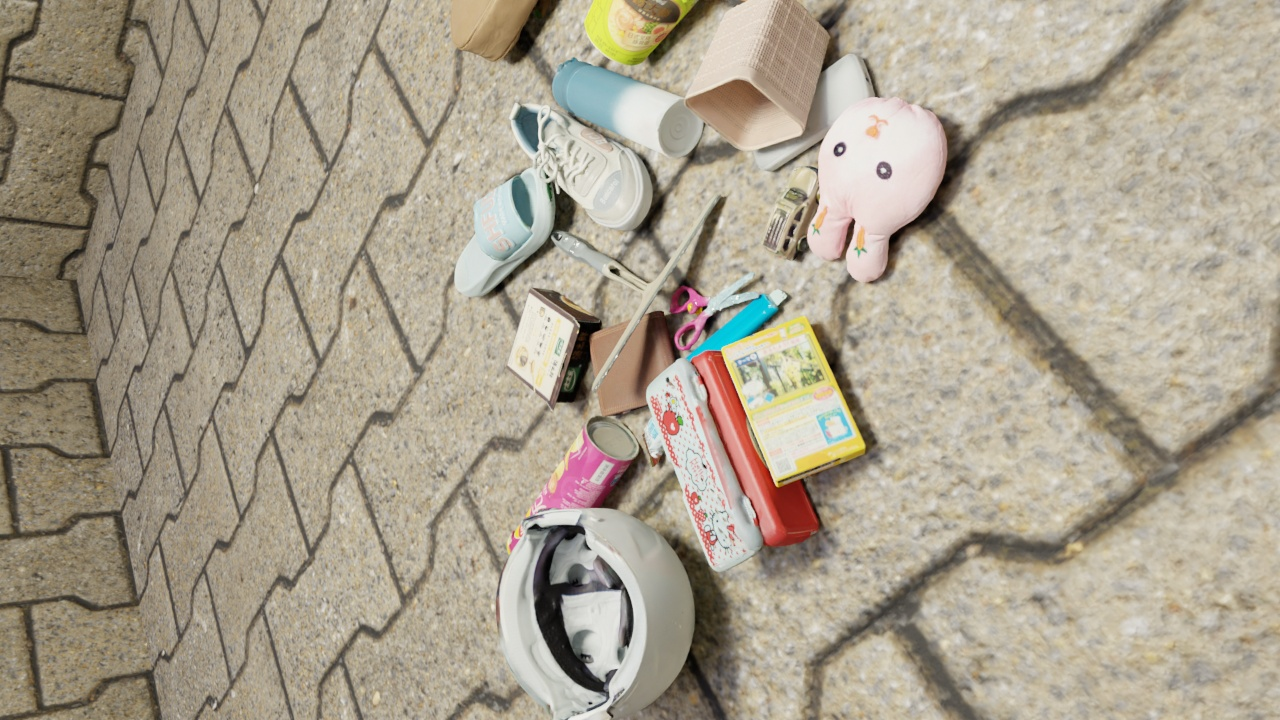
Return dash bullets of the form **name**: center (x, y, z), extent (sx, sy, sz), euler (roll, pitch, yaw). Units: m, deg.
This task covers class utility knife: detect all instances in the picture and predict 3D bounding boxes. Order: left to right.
- **utility knife**: center (0.093, -0.024, 0.940), extent (0.160, 0.018, 0.034), euler (-43, 45, 36)

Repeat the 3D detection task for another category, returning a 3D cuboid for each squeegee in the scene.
- **squeegee**: center (-0.036, -0.107, 1.064), extent (0.246, 0.039, 0.247), euler (-58, 40, 2)

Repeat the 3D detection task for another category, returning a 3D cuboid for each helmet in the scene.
- **helmet**: center (-0.036, 0.264, 0.976), extent (0.259, 0.145, 0.228), euler (-35, 63, 50)

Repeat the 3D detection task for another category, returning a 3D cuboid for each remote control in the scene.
- **remote control**: center (0.160, -0.233, 0.873), extent (0.136, 0.020, 0.055), euler (-29, 68, 43)

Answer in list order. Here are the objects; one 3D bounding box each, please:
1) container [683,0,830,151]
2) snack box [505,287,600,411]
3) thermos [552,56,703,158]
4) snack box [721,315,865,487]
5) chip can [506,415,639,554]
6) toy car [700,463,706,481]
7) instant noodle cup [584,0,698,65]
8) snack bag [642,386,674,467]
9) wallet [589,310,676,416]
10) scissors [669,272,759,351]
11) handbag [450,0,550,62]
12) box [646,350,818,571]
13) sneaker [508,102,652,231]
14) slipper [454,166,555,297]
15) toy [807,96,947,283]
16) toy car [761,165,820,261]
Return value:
- **container**: center (0.112, -0.272, 0.854), extent (0.090, 0.090, 0.110), euler (-2, 62, 55)
- **snack box**: center (-0.107, -0.014, 1.127), extent (0.126, 0.053, 0.113), euler (35, 113, 41)
- **thermos**: center (-0.022, -0.289, 1.041), extent (0.220, 0.070, 0.070), euler (35, 113, 43)
- **snack box**: center (0.139, 0.037, 0.846), extent (0.087, 0.034, 0.140), euler (-22, 70, 4)
- **chip can**: center (-0.081, 0.162, 1.082), extent (0.211, 0.071, 0.071), euler (-56, 52, 29)
- **toy car**: center (0.071, 0.086, 0.948), extent (0.043, 0.034, 0.090), euler (-7, 69, 50)
- **instant noodle cup**: center (0.001, -0.391, 0.997), extent (0.124, 0.111, 0.111), euler (-45, 57, 46)
- **snack bag**: center (0.026, 0.071, 0.991), extent (0.104, 0.026, 0.048), euler (115, 142, -49)
- **wallet**: center (-0.006, 0.006, 1.038), extent (0.125, 0.032, 0.101), euler (-18, 78, 45)
- **scissors**: center (0.076, -0.049, 0.953), extent (0.138, 0.017, 0.083), euler (-8, 75, 51)
- **handbag**: center (-0.174, -0.496, 1.190), extent (0.205, 0.099, 0.147), euler (-46, 50, 36)
- **box**: center (0.078, 0.096, 0.891), extent (0.102, 0.095, 0.201), euler (-36, 65, 34)
- **sneaker**: center (-0.077, -0.237, 1.066), extent (0.090, 0.090, 0.242), euler (-55, 50, 14)
- **slipper**: center (-0.190, -0.169, 1.198), extent (0.246, 0.074, 0.104), euler (-39, 50, 42)
- **toy**: center (0.202, -0.150, 0.807), extent (0.121, 0.054, 0.160), euler (38, 123, 40)
- **toy car**: center (0.147, -0.142, 0.875), extent (0.042, 0.035, 0.090), euler (36, 112, 40)
